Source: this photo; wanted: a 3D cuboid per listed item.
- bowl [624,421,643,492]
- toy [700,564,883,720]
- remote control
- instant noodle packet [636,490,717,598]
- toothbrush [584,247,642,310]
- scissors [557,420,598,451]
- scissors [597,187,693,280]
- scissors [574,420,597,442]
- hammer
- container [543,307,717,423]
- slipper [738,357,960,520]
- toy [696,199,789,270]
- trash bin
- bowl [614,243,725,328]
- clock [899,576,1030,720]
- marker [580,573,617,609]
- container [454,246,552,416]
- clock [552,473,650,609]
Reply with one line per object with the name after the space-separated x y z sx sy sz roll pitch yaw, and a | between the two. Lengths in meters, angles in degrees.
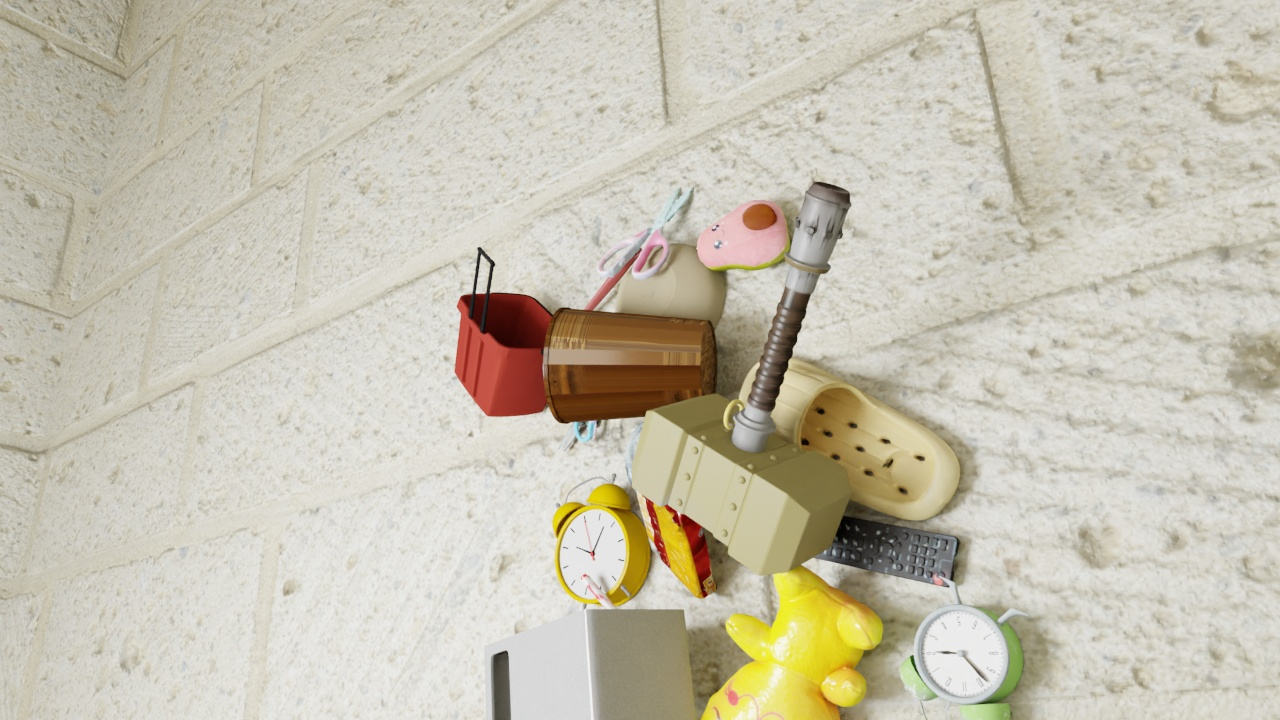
0.022 0.105 1.023 0.115 0.060 0.114 -17 62 35 | bowl
0.138 0.287 0.839 0.134 0.087 0.194 23 92 26 | toy
0.221 0.175 0.857 0.150 0.022 0.047 5 76 39 | remote control
0.036 0.177 0.946 0.039 0.135 0.098 -26 38 -15 | instant noodle packet
-0.059 -0.078 1.174 0.190 0.016 0.016 -48 42 27 | toothbrush
-0.060 0.045 1.141 0.128 0.019 0.142 -11 73 30 | scissors
0.006 -0.160 1.125 0.103 0.016 0.178 -2 47 31 | scissors
-0.032 0.039 1.108 0.134 0.015 0.135 13 93 26 | scissors
0.119 0.003 0.815 0.190 0.100 0.325 31 117 33 | hammer
-0.006 0.006 1.018 0.167 0.132 0.132 0 72 15 | container
0.181 0.071 0.894 0.262 0.079 0.111 28 95 42 | slipper
0.115 -0.135 1.043 0.110 0.051 0.090 -20 60 28 | toy
-0.058 0.328 0.919 0.230 0.114 0.114 -36 53 49 | trash bin
0.024 -0.074 1.097 0.153 0.050 0.152 -16 64 35 | bowl
0.272 0.253 0.768 0.094 0.042 0.119 21 87 44 | clock
-0.016 0.283 0.983 0.142 0.012 0.013 45 104 19 | marker
-0.162 -0.043 1.163 0.148 0.126 0.201 45 127 41 | container
-0.049 0.208 1.049 0.114 0.052 0.151 -31 60 27 | clock
